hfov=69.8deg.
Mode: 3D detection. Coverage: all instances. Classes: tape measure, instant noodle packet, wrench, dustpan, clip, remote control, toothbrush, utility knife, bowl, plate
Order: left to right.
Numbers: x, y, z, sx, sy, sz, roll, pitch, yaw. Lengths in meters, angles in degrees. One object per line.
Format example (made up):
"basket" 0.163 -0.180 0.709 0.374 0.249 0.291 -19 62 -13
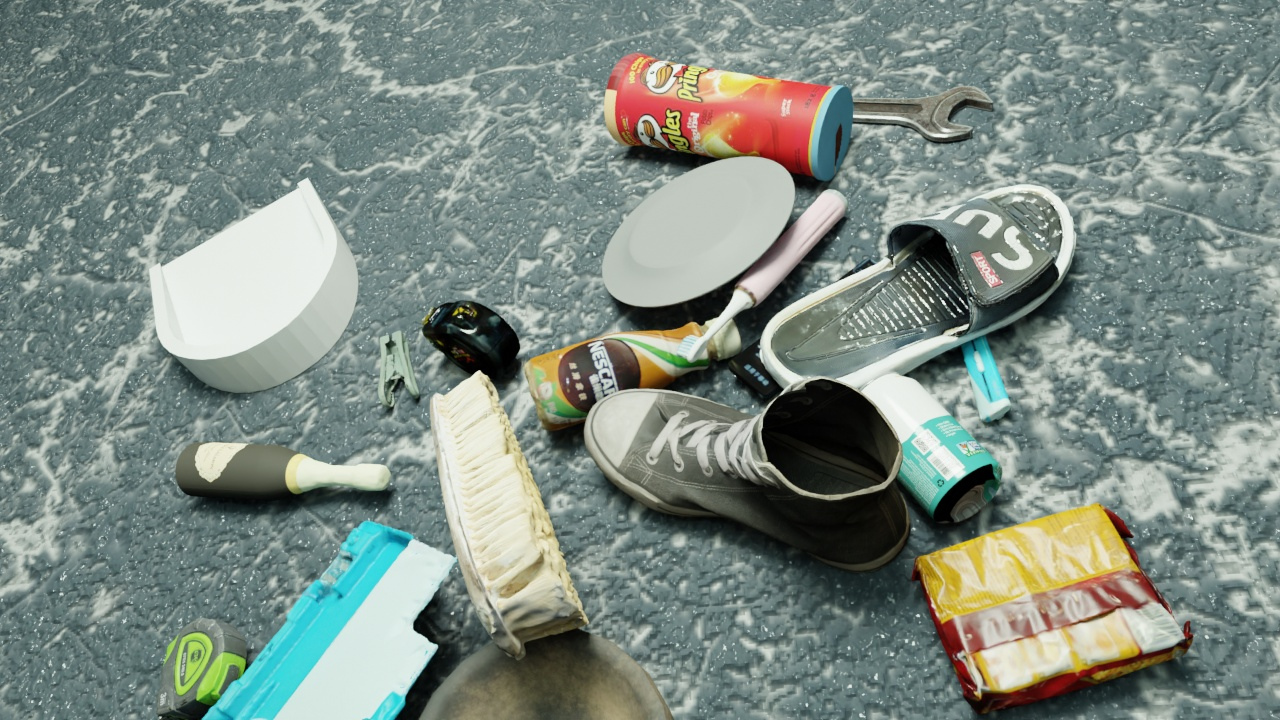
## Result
"tape measure" -0.312 0.221 0.661 0.059 0.036 0.065 -21 53 13
"dustpan" -0.383 -0.081 0.898 0.191 0.053 0.257 -33 51 -8
"clip" -0.212 0.007 0.798 0.037 0.023 0.075 -21 49 2
"tape measure" -0.137 -0.018 0.762 0.072 0.072 0.042 -9 40 48
"bowl" -0.052 0.245 0.536 0.162 0.070 0.162 -9 52 11
"plate" 0.043 -0.114 0.767 0.179 0.012 0.178 -22 40 19
"toothbrush" 0.099 -0.069 0.726 0.026 0.027 0.222 22 52 34
"remote control" 0.139 -0.023 0.711 0.150 0.022 0.047 -36 51 -13
"wrench" 0.185 -0.237 0.863 0.274 0.010 0.069 9 57 24
"utility knife" 0.243 -0.015 0.676 0.022 0.015 0.140 -25 46 24
"instant noodle packet" 0.240 0.144 0.541 0.135 0.040 0.098 -19 51 5

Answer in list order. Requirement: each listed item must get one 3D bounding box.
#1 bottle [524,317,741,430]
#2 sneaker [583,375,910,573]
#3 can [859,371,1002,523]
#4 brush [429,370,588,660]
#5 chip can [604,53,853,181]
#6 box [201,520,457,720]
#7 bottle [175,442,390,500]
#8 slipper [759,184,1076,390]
"bottle" -0.004 0.004 0.712 0.167 0.059 0.059 -17 50 -7
"sneaker" 0.061 0.056 0.603 0.235 0.120 0.095 23 64 26
"can" 0.188 0.057 0.612 0.055 0.055 0.101 -31 51 -7
"brush" -0.098 0.091 0.614 0.056 0.083 0.271 -27 29 -5
"chip can" 0.078 -0.224 0.839 0.213 0.087 0.086 18 61 27
"box" -0.207 0.210 0.584 0.182 0.039 0.226 0 48 51
"bottle" -0.286 0.091 0.742 0.185 0.045 0.045 0 54 18
"slipper" 0.208 -0.059 0.667 0.263 0.063 0.111 -29 54 -5
